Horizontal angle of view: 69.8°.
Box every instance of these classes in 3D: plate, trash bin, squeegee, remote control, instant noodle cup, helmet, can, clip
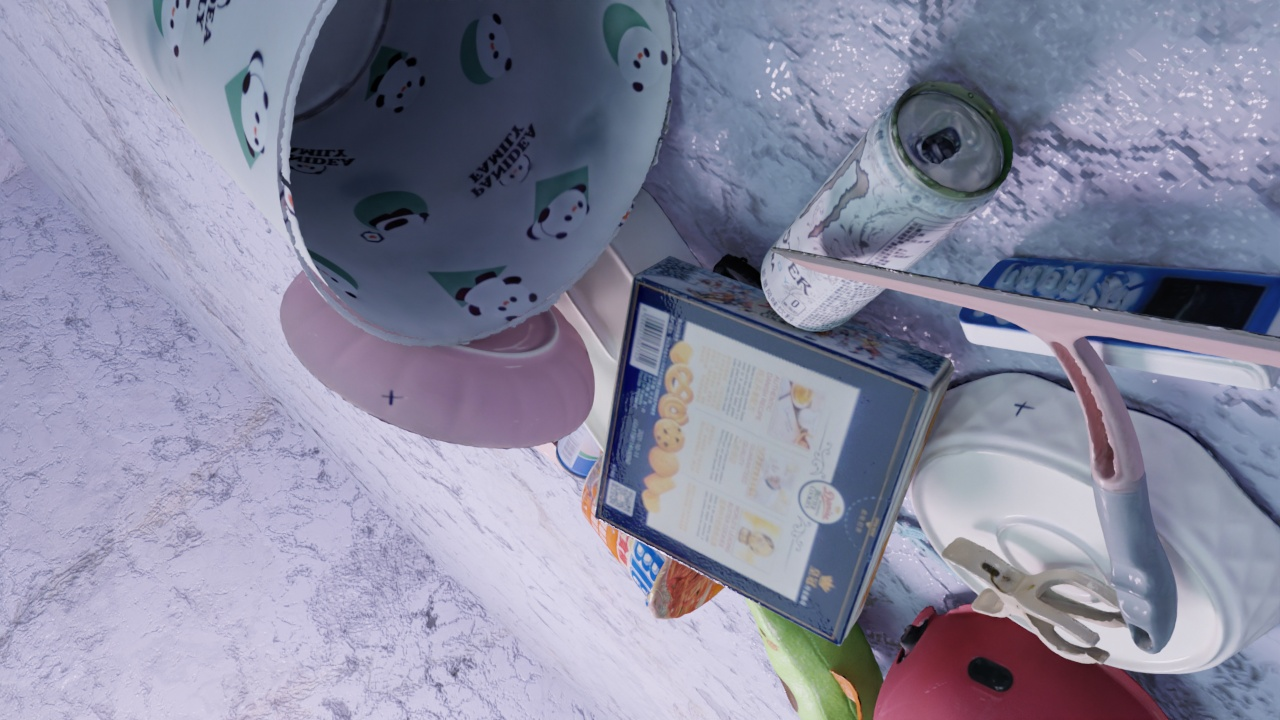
[{"bbox_3d":[-0.004,0.004,0.628,0.162,0.034,0.265,-34,90,39],"label":"plate"},{"bbox_3d":[-0.148,-0.167,0.500,0.252,0.229,0.230,35,155,32],"label":"trash bin"},{"bbox_3d":[0.198,0.048,0.392,0.248,0.040,0.249,22,152,54],"label":"squeegee"},{"bbox_3d":[0.199,-0.018,0.382,0.125,0.049,0.024,13,144,50],"label":"remote control"},{"bbox_3d":[0.237,0.098,0.509,0.205,0.045,0.205,35,154,20],"label":"plate"},{"bbox_3d":[0.030,0.121,0.760,0.111,0.151,0.151,40,157,31],"label":"instant noodle cup"},{"bbox_3d":[0.254,0.284,0.641,0.207,0.143,0.240,34,159,27],"label":"helmet"},{"bbox_3d":[-0.027,0.038,0.764,0.053,0.053,0.135,38,131,15],"label":"can"},{"bbox_3d":[-0.111,-0.022,0.548,0.192,0.192,0.039,36,117,20],"label":"plate"},{"bbox_3d":[0.109,-0.066,0.435,0.058,0.058,0.147,43,156,4],"label":"can"},{"bbox_3d":[0.215,0.132,0.504,0.070,0.034,0.100,55,159,-24],"label":"clip"}]

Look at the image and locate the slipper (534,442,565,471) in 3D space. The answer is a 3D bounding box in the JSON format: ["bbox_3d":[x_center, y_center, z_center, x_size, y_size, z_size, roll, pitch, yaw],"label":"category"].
[{"bbox_3d":[-0.125,0.040,0.973,0.274,0.054,0.114,46,155,0],"label":"slipper"}]

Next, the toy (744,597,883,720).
[{"bbox_3d":[0.162,0.264,0.816,0.247,0.090,0.227,61,175,-17],"label":"toy"}]

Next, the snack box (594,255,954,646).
[{"bbox_3d":[0.067,0.053,0.549,0.183,0.045,0.178,23,120,23],"label":"snack box"}]

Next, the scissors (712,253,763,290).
[{"bbox_3d":[0.105,-0.002,0.600,0.179,0.014,0.159,12,141,48],"label":"scissors"}]

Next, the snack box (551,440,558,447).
[{"bbox_3d":[-0.044,0.058,0.875,0.113,0.053,0.126,45,156,0],"label":"snack box"}]

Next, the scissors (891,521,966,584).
[{"bbox_3d":[0.180,0.113,0.661,0.133,0.017,0.118,8,133,47],"label":"scissors"}]
